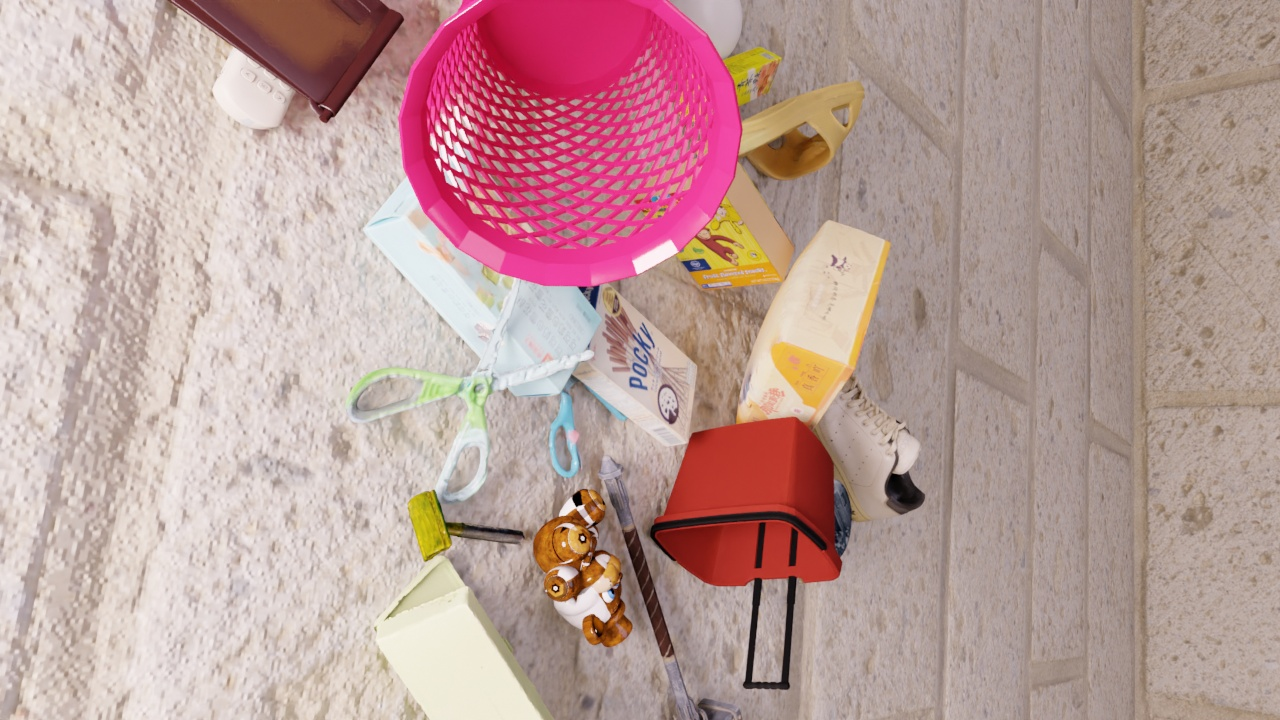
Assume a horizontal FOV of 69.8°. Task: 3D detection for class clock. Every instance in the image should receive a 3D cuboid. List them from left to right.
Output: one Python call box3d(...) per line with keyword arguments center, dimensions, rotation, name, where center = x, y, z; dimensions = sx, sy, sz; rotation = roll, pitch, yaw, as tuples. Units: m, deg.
box3d(center=(0.181, 0.179, 0.976), dimensions=(0.129, 0.052, 0.090), rotation=(-50, 125, -41), name="clock")

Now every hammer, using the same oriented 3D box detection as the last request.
box3d(center=(0.017, 0.228, 0.779), dimensions=(0.098, 0.044, 0.322), rotation=(-32, 111, -47), name="hammer")

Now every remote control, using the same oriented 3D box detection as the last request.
box3d(center=(-0.211, -0.193, 0.541), dimensions=(0.038, 0.018, 0.125), rotation=(36, 60, -44), name="remote control")

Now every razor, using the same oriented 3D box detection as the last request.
box3d(center=(-0.115, 0.118, 0.632), dimensions=(0.105, 0.026, 0.042), rotation=(27, 32, -58), name="razor")

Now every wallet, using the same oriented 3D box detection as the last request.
box3d(center=(-0.204, -0.205, 0.523), dimensions=(0.115, 0.018, 0.091), rotation=(37, 60, -24), name="wallet")

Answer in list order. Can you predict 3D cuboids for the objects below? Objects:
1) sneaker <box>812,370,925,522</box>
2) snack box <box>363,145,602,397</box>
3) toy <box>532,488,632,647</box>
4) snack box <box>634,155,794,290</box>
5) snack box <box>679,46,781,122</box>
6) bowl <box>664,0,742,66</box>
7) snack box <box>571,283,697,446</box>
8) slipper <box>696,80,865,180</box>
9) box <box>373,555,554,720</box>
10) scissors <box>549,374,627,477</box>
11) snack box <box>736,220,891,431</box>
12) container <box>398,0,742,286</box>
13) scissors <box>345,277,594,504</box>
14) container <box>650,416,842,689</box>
box3d(center=(0.258, 0.084, 1.038), dimensions=(0.088, 0.102, 0.241), rotation=(-46, 121, -42), name="sneaker")
box3d(center=(-0.103, -0.057, 0.636), dimensions=(0.175, 0.053, 0.074), rotation=(52, 51, -32), name="snack box")
box3d(center=(-0.040, 0.164, 0.694), dimensions=(0.112, 0.067, 0.087), rotation=(58, 22, -14), name="toy")
box3d(center=(0.068, -0.122, 0.827), dimensions=(0.126, 0.088, 0.040), rotation=(48, 53, -38), name="snack box")
box3d(center=(0.088, -0.270, 0.895), dimensions=(0.147, 0.029, 0.040), rotation=(-37, 154, -46), name="snack box")
box3d(center=(0.068, -0.335, 0.878), dimensions=(0.109, 0.041, 0.110), rotation=(5, 84, -51), name="bowl")
box3d(center=(-0.005, 0.004, 0.767), dimensions=(0.150, 0.026, 0.081), rotation=(41, 47, -43), name="snack box")
box3d(center=(0.155, -0.225, 0.934), dimensions=(0.262, 0.100, 0.078), rotation=(-31, 102, -43), name="slipper")
box3d(center=(-0.106, 0.229, 0.617), dimensions=(0.077, 0.089, 0.188), rotation=(-31, 116, -15), name="box")
box3d(center=(-0.044, 0.023, 0.739), dimensions=(0.125, 0.015, 0.136), rotation=(-4, 93, -51), name="scissors")
box3d(center=(0.151, -0.015, 0.866), dimensions=(0.196, 0.080, 0.144), rotation=(104, 8, -60), name="snack box")
box3d(center=(-0.047, -0.187, 0.582), dimensions=(0.183, 0.183, 0.225), rotation=(51, 20, -36), name="container")
box3d(center=(-0.108, 0.022, 0.611), dimensions=(0.171, 0.023, 0.169), rotation=(-13, 110, -23), name="scissors")
box3d(center=(0.093, 0.162, 0.793), dimensions=(0.127, 0.148, 0.200), rotation=(47, 44, -38), name="container")
